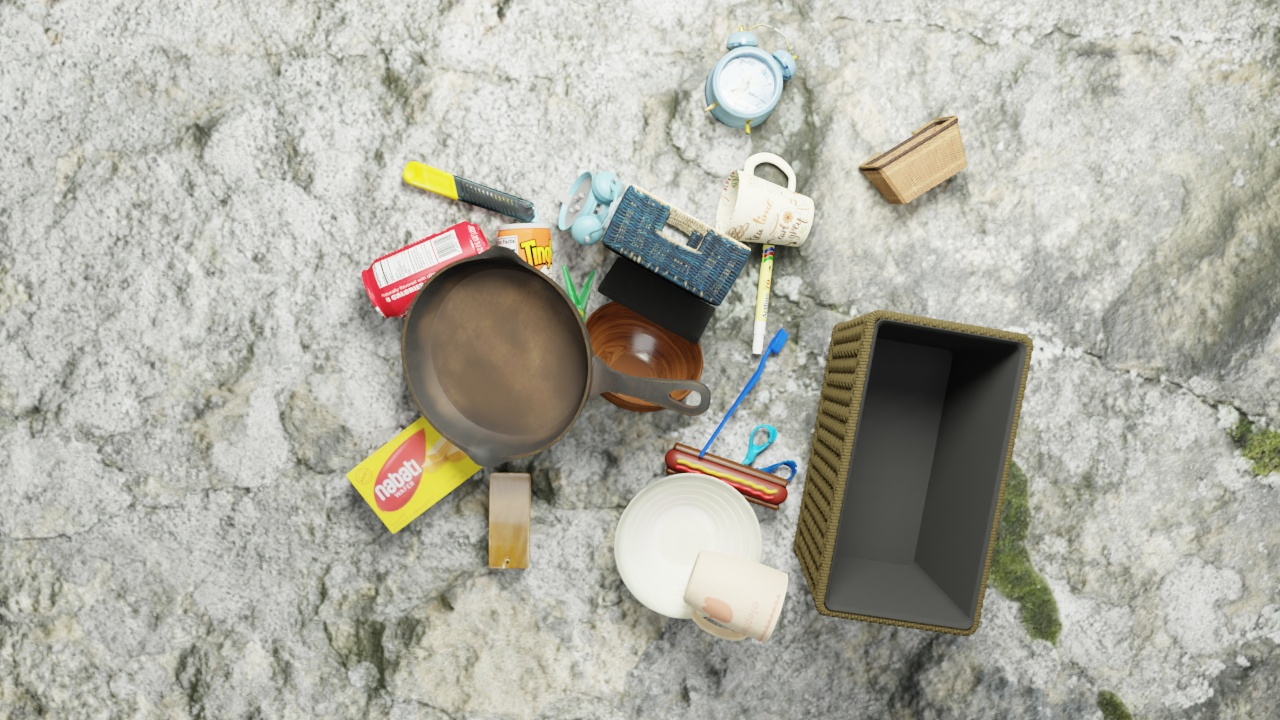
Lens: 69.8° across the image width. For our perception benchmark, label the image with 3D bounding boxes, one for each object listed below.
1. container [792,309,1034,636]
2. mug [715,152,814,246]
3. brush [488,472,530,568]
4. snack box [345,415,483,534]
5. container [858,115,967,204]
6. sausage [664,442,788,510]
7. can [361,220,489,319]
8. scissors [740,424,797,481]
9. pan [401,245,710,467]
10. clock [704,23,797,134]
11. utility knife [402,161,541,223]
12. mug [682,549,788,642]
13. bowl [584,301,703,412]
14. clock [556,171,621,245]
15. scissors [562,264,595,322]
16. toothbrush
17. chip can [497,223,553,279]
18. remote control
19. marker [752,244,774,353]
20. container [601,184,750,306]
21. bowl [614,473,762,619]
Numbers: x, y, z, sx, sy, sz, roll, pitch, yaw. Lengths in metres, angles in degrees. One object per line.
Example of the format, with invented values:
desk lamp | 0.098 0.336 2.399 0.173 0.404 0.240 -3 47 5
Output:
container | 0.286 0.111 1.042 0.176 0.205 0.321 9 94 -4
mug | 0.150 -0.192 1.088 0.097 0.081 0.121 12 67 -11
brush | -0.157 0.191 1.110 0.049 0.039 0.117 1 95 -3
snack box | -0.242 0.110 1.097 0.200 0.042 0.092 -37 94 0
container | 0.329 -0.235 1.091 0.114 0.063 0.061 -31 103 0
sausage | 0.104 0.140 1.111 0.155 0.040 0.040 18 93 3
can | -0.243 -0.104 1.063 0.142 0.074 0.074 -23 95 -1
scissors | 0.133 0.147 1.134 0.135 0.015 0.086 -41 95 3
pan | -0.093 0.007 1.003 0.356 0.043 0.249 11 104 15
clock | 0.129 -0.333 1.076 0.089 0.051 0.124 28 93 -3
utility knife | -0.197 -0.197 1.086 0.171 0.020 0.029 19 95 -3
mug | 0.102 0.276 1.058 0.104 0.085 0.112 22 122 4
bowl | -0.006 0.006 1.079 0.147 0.069 0.147 9 55 -13
clock | -0.058 -0.175 1.044 0.042 0.123 0.087 23 93 -27
scissors | -0.069 -0.051 1.091 0.119 0.012 0.128 39 62 -39
toothbrush | 0.126 0.041 1.110 0.011 0.016 0.186 36 81 -13
chip can | -0.132 -0.053 1.080 0.062 0.062 0.210 -3 95 -3
remote control | 0.019 -0.071 1.087 0.133 0.013 0.058 29 52 2
marker | 0.149 -0.074 1.117 0.014 0.014 0.132 5 94 -4
container | 0.033 -0.127 1.020 0.145 0.187 0.071 28 96 -5
bowl | 0.055 0.219 1.114 0.176 0.058 0.176 0 94 -3
